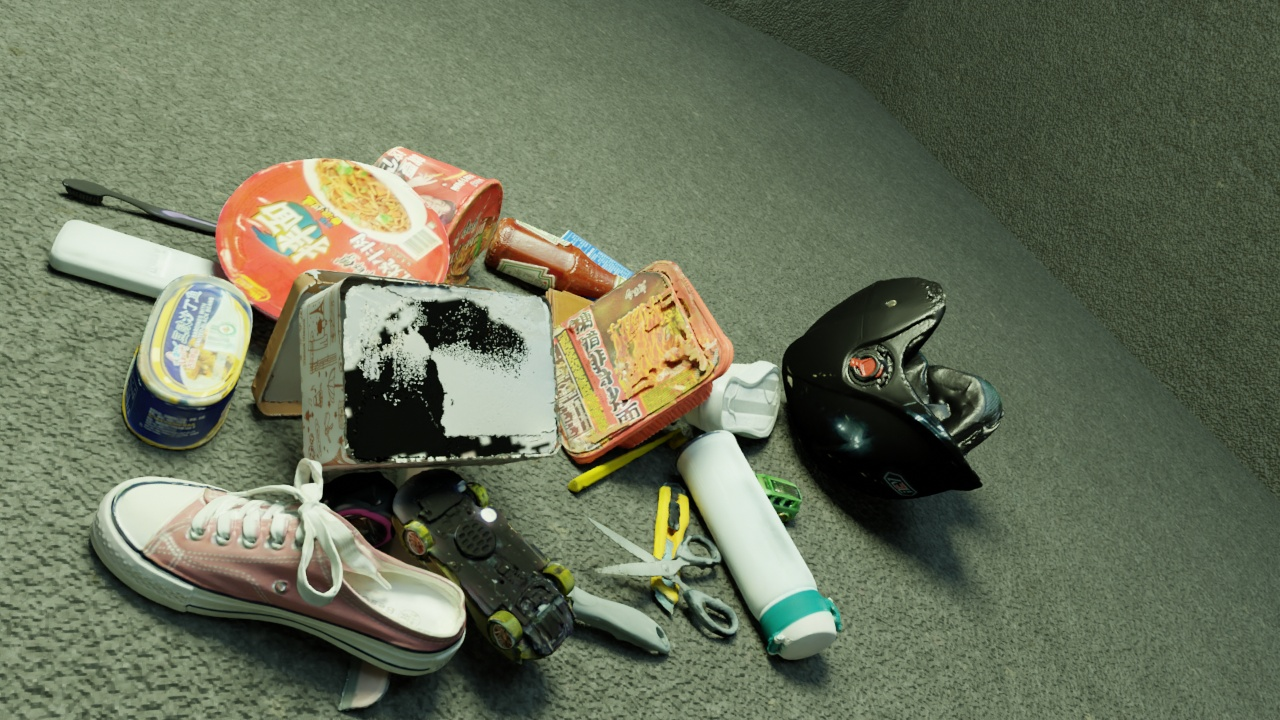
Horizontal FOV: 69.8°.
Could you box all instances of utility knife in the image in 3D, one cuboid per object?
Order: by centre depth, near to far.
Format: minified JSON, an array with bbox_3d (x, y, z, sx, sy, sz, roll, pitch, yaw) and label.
[{"bbox_3d":[0.029,0.166,0.841,0.033,0.015,0.164,26,31,-11],"label":"utility knife"}]

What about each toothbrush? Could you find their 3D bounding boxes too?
[{"bbox_3d":[-0.410,-0.125,0.821,0.188,0.017,0.014,17,46,-34],"label":"toothbrush"},{"bbox_3d":[-0.007,0.098,0.904,0.016,0.016,0.189,51,33,14],"label":"toothbrush"}]

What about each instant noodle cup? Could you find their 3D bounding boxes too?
[{"bbox_3d":[-0.269,-0.088,0.812,0.193,0.066,0.193,10,55,-14],"label":"instant noodle cup"},{"bbox_3d":[-0.005,0.005,0.908,0.079,0.189,0.164,46,14,-51],"label":"instant noodle cup"},{"bbox_3d":[-0.218,-0.144,0.924,0.108,0.138,0.137,28,30,4],"label":"instant noodle cup"}]

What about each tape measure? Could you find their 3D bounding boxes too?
[{"bbox_3d":[-0.199,0.108,0.651,0.057,0.058,0.039,-13,46,4],"label":"tape measure"}]

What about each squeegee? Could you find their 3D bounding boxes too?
[{"bbox_3d":[-0.077,0.177,0.698,0.249,0.040,0.247,24,31,-20],"label":"squeegee"}]

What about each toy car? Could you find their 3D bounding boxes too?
[{"bbox_3d":[-0.110,0.141,0.641,0.158,0.042,0.070,45,41,11],"label":"toy car"},{"bbox_3d":[0.127,0.141,0.960,0.091,0.036,0.043,14,37,-26],"label":"toy car"}]

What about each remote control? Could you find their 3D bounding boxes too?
[{"bbox_3d":[-0.399,-0.074,0.747,0.136,0.020,0.055,18,33,-27],"label":"remote control"}]

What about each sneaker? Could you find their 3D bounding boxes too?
[{"bbox_3d":[-0.217,0.117,0.574,0.241,0.088,0.118,22,30,-4],"label":"sneaker"},{"bbox_3d":[0.089,0.042,1.027,0.091,0.089,0.241,7,3,25],"label":"sneaker"}]

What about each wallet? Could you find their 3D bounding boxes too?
[{"bbox_3d":[-0.045,-0.031,1.029,0.130,0.035,0.119,23,32,-24],"label":"wallet"}]

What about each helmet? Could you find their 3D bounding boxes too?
[{"bbox_3d":[0.287,0.047,1.066,0.233,0.231,0.274,45,27,-37],"label":"helmet"}]

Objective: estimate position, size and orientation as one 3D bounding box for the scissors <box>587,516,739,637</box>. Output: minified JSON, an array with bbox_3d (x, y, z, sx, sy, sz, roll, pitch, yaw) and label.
[{"bbox_3d":[0.026,0.179,0.785,0.175,0.014,0.159,51,26,-1],"label":"scissors"}]

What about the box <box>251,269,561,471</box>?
[{"bbox_3d":[-0.189,0.012,0.713,0.182,0.181,0.153,3,77,-40],"label":"box"}]

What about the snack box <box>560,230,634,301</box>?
[{"bbox_3d":[-0.042,-0.096,1.133,0.157,0.026,0.084,34,30,-3],"label":"snack box"}]

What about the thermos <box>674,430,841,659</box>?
[{"bbox_3d":[0.109,0.171,0.862,0.073,0.073,0.224,8,40,-38],"label":"thermos"}]

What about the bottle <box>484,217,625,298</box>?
[{"bbox_3d":[-0.075,-0.101,1.059,0.206,0.060,0.059,21,32,-12],"label":"bottle"}]

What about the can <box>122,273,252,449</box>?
[{"bbox_3d":[-0.334,-0.003,0.682,0.074,0.049,0.148,19,34,-26],"label":"can"}]
